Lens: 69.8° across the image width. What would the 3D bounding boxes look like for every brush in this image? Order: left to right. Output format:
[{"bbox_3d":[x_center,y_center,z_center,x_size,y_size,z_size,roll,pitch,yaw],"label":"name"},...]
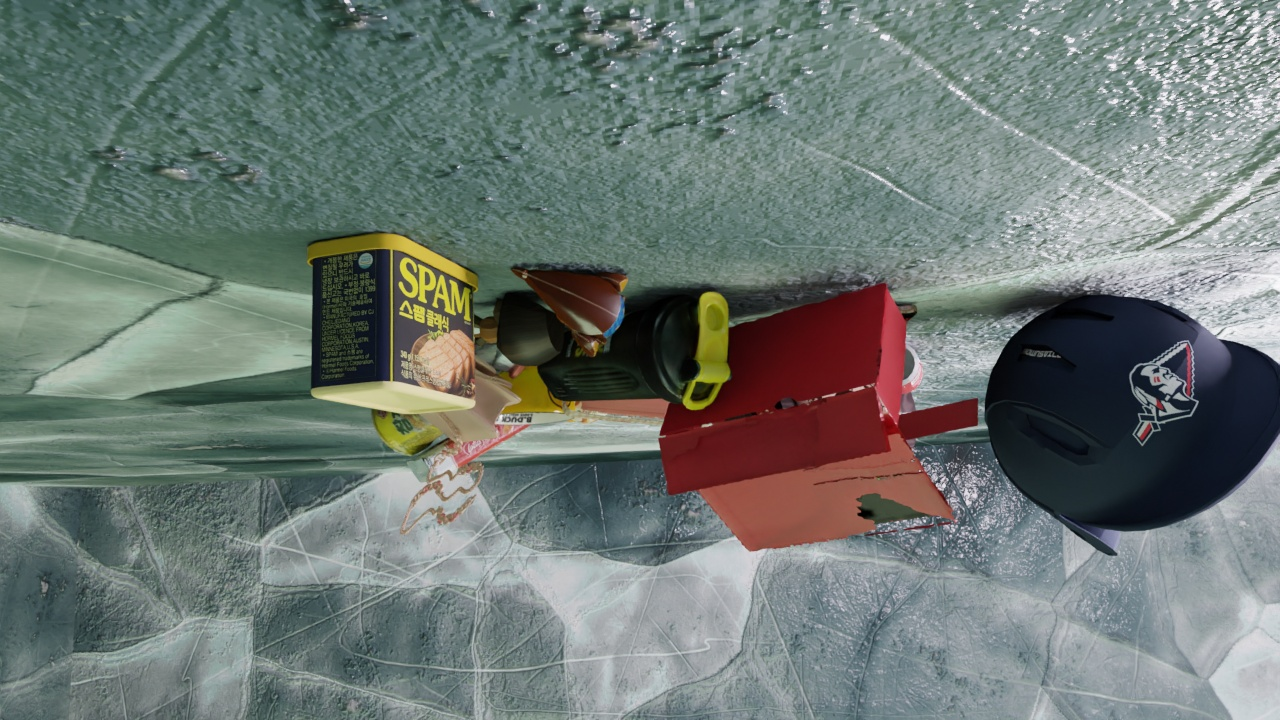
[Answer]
[{"bbox_3d":[-0.121,-0.014,0.921,0.030,0.041,0.173,19,164,-15],"label":"brush"}]

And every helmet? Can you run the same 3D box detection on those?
[{"bbox_3d":[0.457,0.047,0.867,0.223,0.232,0.272,45,170,-25],"label":"helmet"}]

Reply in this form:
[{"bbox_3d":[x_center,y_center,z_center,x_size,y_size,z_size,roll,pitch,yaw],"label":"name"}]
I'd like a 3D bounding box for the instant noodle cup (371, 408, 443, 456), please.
[{"bbox_3d":[-0.262,0.056,1.132,0.108,0.102,0.102,-23,159,39],"label":"instant noodle cup"}]

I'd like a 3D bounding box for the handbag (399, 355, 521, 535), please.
[{"bbox_3d":[-0.229,0.077,0.968,0.116,0.186,0.199,37,157,-20],"label":"handbag"}]

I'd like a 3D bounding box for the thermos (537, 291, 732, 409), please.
[{"bbox_3d":[-0.007,-0.002,0.859,0.098,0.098,0.221,6,171,-40],"label":"thermos"}]

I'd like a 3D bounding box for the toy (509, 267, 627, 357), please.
[{"bbox_3d":[-0.062,-0.050,0.738,0.103,0.070,0.090,25,174,-18],"label":"toy"}]

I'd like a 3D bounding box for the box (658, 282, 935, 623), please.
[{"bbox_3d":[0.126,0.135,0.770,0.212,0.409,0.107,-17,150,33],"label":"box"}]

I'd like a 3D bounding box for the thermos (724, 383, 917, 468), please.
[{"bbox_3d":[0.235,0.085,1.226,0.226,0.172,0.173,-8,171,-13],"label":"thermos"}]

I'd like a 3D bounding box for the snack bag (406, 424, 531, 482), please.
[{"bbox_3d":[-0.194,0.091,1.203,0.224,0.041,0.078,-33,-172,-31],"label":"snack bag"}]

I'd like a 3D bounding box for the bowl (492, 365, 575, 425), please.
[{"bbox_3d":[-0.139,0.039,1.117,0.117,0.067,0.117,-3,170,-1],"label":"bowl"}]

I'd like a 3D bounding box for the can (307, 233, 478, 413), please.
[{"bbox_3d":[-0.176,-0.021,0.666,0.075,0.104,0.135,-6,170,17],"label":"can"}]

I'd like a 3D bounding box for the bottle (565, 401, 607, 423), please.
[{"bbox_3d":[-0.068,0.049,1.179,0.063,0.063,0.109,5,176,-36],"label":"bottle"}]

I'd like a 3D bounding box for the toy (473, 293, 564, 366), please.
[{"bbox_3d":[-0.117,-0.026,0.803,0.100,0.062,0.076,-1,134,19],"label":"toy"}]

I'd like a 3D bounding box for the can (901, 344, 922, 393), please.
[{"bbox_3d":[0.314,0.011,1.117,0.054,0.054,0.096,-6,169,19],"label":"can"}]

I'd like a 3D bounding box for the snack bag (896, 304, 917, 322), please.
[{"bbox_3d":[0.210,-0.011,0.932,0.074,0.018,0.156,-5,154,-25],"label":"snack bag"}]

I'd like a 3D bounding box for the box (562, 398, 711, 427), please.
[{"bbox_3d":[-0.006,0.048,1.080,0.187,0.054,0.078,7,-160,-16],"label":"box"}]
